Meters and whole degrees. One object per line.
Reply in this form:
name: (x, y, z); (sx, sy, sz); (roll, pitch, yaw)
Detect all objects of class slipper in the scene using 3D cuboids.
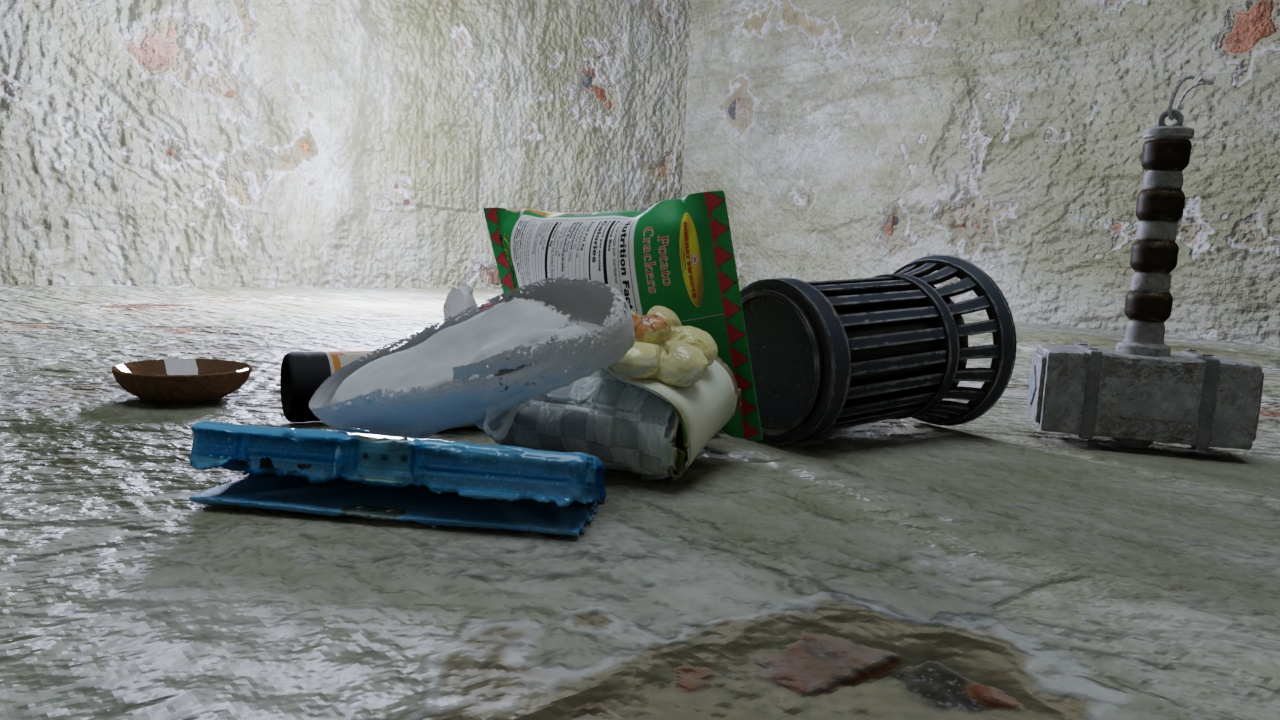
slipper: (-0.112, 0.012, 0.611); (0.247, 0.112, 0.074); (-19, -45, 26)

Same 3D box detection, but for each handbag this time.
handbag: (-0.027, 0.016, 0.663); (0.172, 0.123, 0.112); (5, 22, 25)

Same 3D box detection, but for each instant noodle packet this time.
instant noodle packet: (-0.021, -0.036, 0.760); (0.253, 0.196, 0.090); (4, 24, 39)

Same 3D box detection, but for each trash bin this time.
trash bin: (0.195, -0.008, 0.822); (0.227, 0.164, 0.164); (-7, 11, -35)

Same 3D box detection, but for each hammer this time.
hammer: (0.455, -0.084, 0.816); (0.177, 0.326, 0.079); (5, 8, 15)

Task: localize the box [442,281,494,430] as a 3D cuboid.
box: (-0.122, -0.003, 0.762); (0.106, 0.080, 0.151); (-6, -30, -41)

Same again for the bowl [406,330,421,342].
bowl: (-0.150, 0.006, 0.960); (0.220, 0.060, 0.188); (9, 9, 37)

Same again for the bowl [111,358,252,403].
bowl: (-0.424, 0.020, 0.852); (0.118, 0.030, 0.118); (3, 7, -1)

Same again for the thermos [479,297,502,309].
thermos: (-0.103, -0.020, 1.133); (0.240, 0.073, 0.073); (17, 14, 34)

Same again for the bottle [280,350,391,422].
bottle: (-0.218, 0.021, 0.810); (0.181, 0.059, 0.059); (-1, 8, -31)

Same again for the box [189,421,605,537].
box: (-0.140, 0.072, 0.545); (0.231, 0.052, 0.093); (4, -10, 6)
